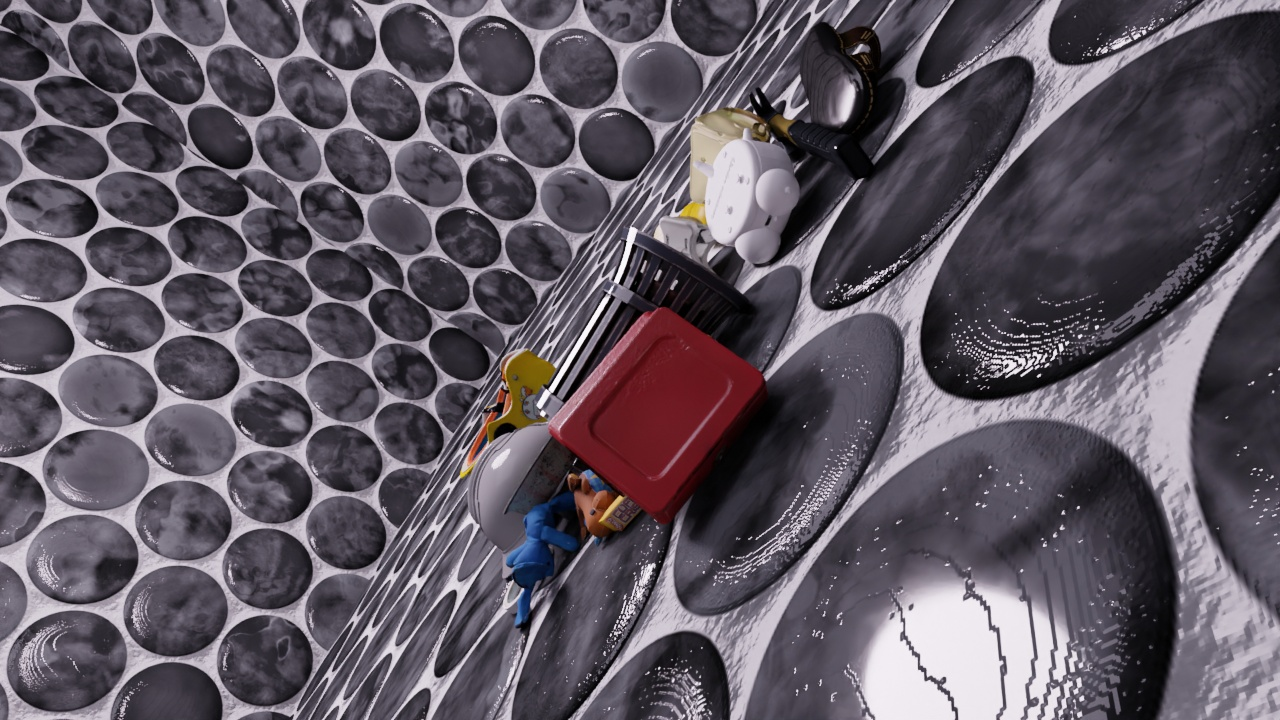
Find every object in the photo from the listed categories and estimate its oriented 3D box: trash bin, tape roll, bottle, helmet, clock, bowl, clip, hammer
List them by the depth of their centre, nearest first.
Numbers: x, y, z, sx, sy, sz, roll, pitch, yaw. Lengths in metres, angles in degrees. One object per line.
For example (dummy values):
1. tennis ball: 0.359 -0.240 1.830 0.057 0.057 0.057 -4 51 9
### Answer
1. trash bin: -0.007 -0.011 1.042 0.227 0.164 0.164 -59 11 1
2. hammer: 0.195 -0.264 1.080 0.025 0.118 0.332 -39 19 8
3. clock: 0.122 -0.196 1.087 0.160 0.072 0.126 -116 37 -49
4. tape roll: -0.140 0.272 1.143 0.093 0.013 0.093 -53 11 15
5. bowl: -0.112 0.135 1.146 0.157 0.038 0.157 -57 -1 -2
6. bottle: -0.073 0.148 1.157 0.109 0.036 0.036 -57 11 -8
7. clip: 0.049 -0.109 1.171 0.125 0.072 0.143 19 98 37
8. helmet: -0.172 0.160 1.291 0.270 0.117 0.184 -63 9 -12
9. bottle: 0.107 -0.204 1.322 0.071 0.071 0.164 -56 10 -2
10. helmet: -0.194 0.106 1.534 0.209 0.139 0.240 -164 96 -78

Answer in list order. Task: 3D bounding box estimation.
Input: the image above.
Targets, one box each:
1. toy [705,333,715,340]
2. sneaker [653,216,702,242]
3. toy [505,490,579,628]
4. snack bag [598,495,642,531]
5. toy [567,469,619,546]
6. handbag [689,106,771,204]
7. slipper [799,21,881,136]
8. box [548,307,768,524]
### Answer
1. toy: 0.039 0.012 0.955 0.103 0.084 0.046 -36 13 -15
2. sneaker: 0.039 -0.100 1.313 0.242 0.088 0.102 117 146 -57
3. toy: -0.111 0.214 1.062 0.175 0.071 0.113 -63 2 -31
4. snack bag: -0.006 0.139 0.934 0.099 0.026 0.020 -50 12 22
5. toy: -0.051 0.173 1.009 0.090 0.070 0.103 -106 27 -59
6. handbag: 0.124 -0.262 1.207 0.081 0.111 0.119 -27 -48 -30
7. slipper: 0.253 -0.345 1.126 0.267 0.075 0.113 -92 12 -55
8. box: 0.022 0.055 0.826 0.157 0.154 0.168 -51 39 -6
